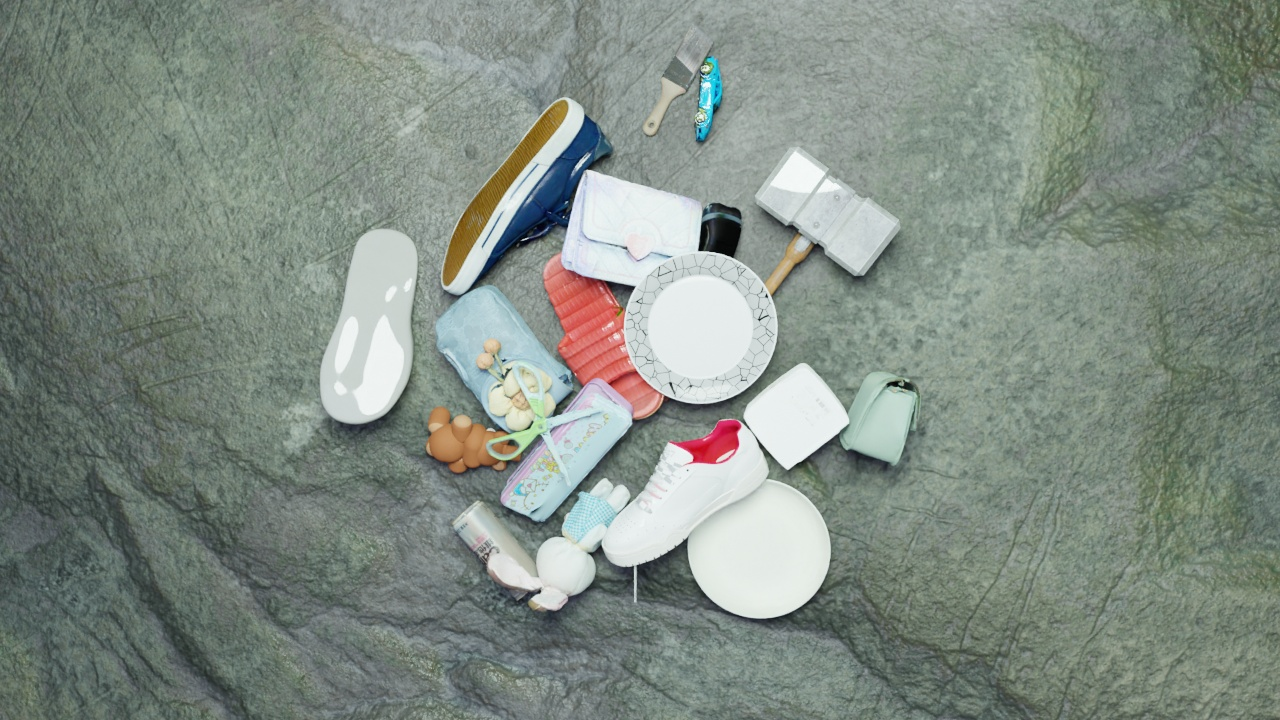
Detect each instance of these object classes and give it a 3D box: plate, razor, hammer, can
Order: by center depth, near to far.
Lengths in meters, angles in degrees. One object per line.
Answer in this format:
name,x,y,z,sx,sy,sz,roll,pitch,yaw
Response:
plate,0.075,-0.041,1.145,0.188,0.016,0.188,1,100,3
hammer,0.163,-0.092,1.164,0.163,0.082,0.318,37,104,4
razor,0.087,-0.133,1.181,0.053,0.064,0.141,10,107,-29
plate,0.154,0.242,1.196,0.182,0.034,0.182,0,93,7
can,-0.191,0.253,1.230,0.054,0.054,0.135,-42,87,7

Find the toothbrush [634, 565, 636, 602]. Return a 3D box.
toothbrush,-0.002,0.238,1.149,0.010,0.181,0.010,-12,118,7

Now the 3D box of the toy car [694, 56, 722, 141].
toy car,0.087,-0.332,1.168,0.032,0.048,0.105,8,92,3

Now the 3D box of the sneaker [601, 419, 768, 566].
sneaker,0.042,0.152,1.140,0.236,0.090,0.104,-31,119,-8

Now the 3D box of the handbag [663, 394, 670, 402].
handbag,-0.007,0.007,1.211,0.120,0.029,0.055,24,98,11

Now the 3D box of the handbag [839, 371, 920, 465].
handbag,0.298,0.068,1.124,0.067,0.121,0.106,21,95,5

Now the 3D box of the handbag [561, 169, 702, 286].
handbag,-0.009,-0.157,1.147,0.158,0.069,0.126,11,98,-21

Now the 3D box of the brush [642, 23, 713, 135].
brush,0.045,-0.360,1.189,0.039,0.012,0.151,31,96,4

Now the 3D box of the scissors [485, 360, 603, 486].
scissors,-0.122,0.081,1.132,0.172,0.021,0.172,-20,97,19

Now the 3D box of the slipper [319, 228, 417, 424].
slipper,-0.358,-0.042,1.233,0.113,0.081,0.265,8,79,-14

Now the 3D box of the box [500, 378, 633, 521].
box,-0.095,0.122,1.184,0.078,0.065,0.215,36,115,-9

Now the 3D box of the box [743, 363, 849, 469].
box,0.203,0.067,1.182,0.107,0.091,0.102,-40,92,15

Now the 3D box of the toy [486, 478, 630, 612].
toy,-0.088,0.242,1.200,0.131,0.106,0.205,25,63,34

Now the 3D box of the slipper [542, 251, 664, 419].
slipper,-0.058,-0.032,1.184,0.104,0.059,0.248,-32,82,17

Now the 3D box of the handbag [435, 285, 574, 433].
handbag,-0.180,0.000,1.184,0.122,0.118,0.192,-35,96,10

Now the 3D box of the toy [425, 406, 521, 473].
toy,-0.222,0.109,1.227,0.127,0.065,0.095,9,126,-5

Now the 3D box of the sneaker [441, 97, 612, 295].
sneaker,-0.140,-0.187,1.193,0.127,0.120,0.295,34,103,-36
